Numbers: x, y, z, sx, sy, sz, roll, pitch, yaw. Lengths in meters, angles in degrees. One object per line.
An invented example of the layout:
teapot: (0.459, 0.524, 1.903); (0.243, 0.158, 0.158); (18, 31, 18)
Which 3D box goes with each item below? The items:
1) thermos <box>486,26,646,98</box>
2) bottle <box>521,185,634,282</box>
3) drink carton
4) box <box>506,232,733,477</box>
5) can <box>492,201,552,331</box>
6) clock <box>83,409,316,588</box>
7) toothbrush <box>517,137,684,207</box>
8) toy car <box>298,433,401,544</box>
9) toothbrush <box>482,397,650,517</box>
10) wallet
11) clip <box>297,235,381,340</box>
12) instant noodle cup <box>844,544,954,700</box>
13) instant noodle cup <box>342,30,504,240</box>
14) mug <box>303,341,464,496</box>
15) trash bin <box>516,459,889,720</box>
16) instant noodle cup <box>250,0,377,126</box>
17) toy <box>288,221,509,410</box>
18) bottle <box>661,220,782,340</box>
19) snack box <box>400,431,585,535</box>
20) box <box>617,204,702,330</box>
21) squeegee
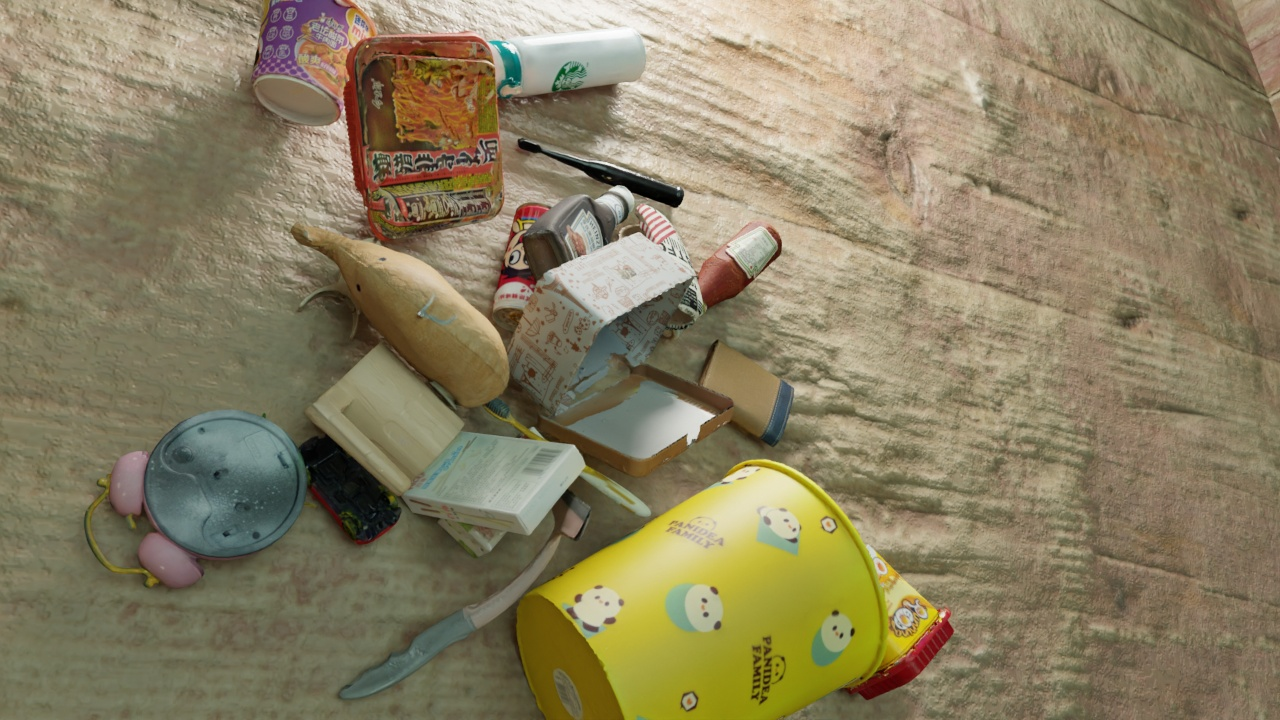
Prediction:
thermos: (-0.097, -0.347, 1.074); (0.223, 0.073, 0.073); (-21, 81, -37)
bottle: (-0.058, -0.138, 0.972); (0.194, 0.044, 0.080); (-52, 128, -54)
drink carton: (-0.127, 0.122, 0.856); (0.053, 0.046, 0.122); (47, 53, -7)
box: (-0.004, 0.007, 0.894); (0.192, 0.157, 0.182); (39, 38, 15)
can: (-0.117, -0.097, 0.956); (0.053, 0.053, 0.132); (22, 59, -23)
clock: (-0.344, 0.109, 0.717); (0.158, 0.060, 0.117); (-26, 85, -38)
toothbrush: (-0.045, -0.222, 1.078); (0.212, 0.026, 0.027); (14, 27, -25)
toy car: (-0.254, 0.110, 0.790); (0.106, 0.031, 0.049); (45, 53, 9)
toothbrush: (-0.069, 0.088, 0.853); (0.191, 0.018, 0.016); (34, 53, 8)
wallet: (0.121, 0.038, 1.060); (0.115, 0.033, 0.090); (33, 53, -15)
clip: (-0.275, -0.074, 0.863); (0.061, 0.034, 0.097); (32, 64, -18)
instant noodle cup: (0.248, 0.278, 0.989); (0.116, 0.116, 0.123); (-30, 75, -37)
instant noodle cup: (-0.217, -0.222, 0.898); (0.164, 0.079, 0.189); (-21, 118, -45)
mug: (-0.221, 0.054, 0.789); (0.103, 0.084, 0.124); (45, 16, -10)
trash bin: (0.046, 0.238, 0.811); (0.254, 0.230, 0.229); (-20, 80, -31)
instant noodle cup: (-0.322, -0.290, 0.887); (0.111, 0.112, 0.099); (19, 69, -24)
toy: (-0.203, -0.047, 0.807); (0.082, 0.144, 0.226); (-50, 116, -18)
bottle: (0.091, -0.093, 1.085); (0.060, 0.060, 0.205); (50, 59, -4)
snack box: (-0.130, 0.103, 0.798); (0.084, 0.157, 0.027); (-50, 127, -37)
box: (0.019, -0.097, 1.032); (0.074, 0.081, 0.163); (18, 38, -41)
squeegee: (-0.139, 0.203, 0.760); (0.249, 0.248, 0.040); (-39, 94, -9)
